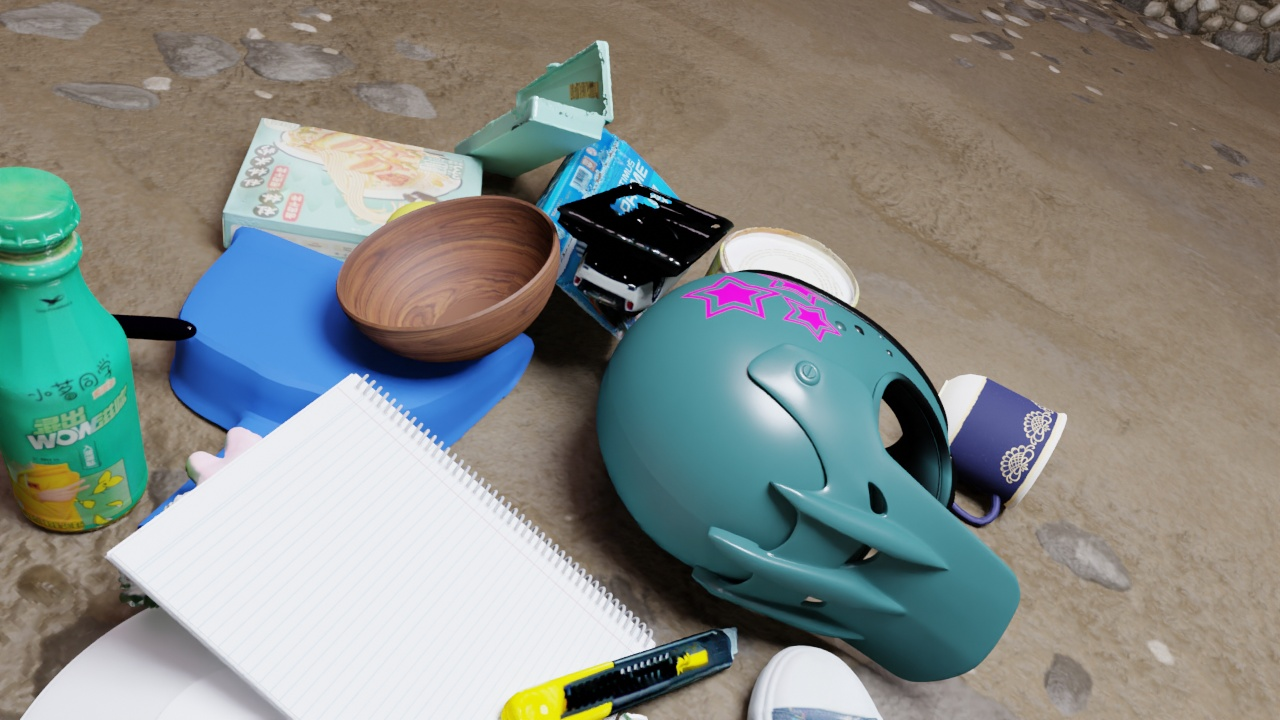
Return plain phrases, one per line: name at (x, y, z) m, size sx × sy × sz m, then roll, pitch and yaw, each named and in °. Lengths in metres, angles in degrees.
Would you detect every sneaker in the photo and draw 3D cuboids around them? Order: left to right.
sneaker at (0.113, 0.244, 0.461) m, size 0.087 × 0.079 × 0.235 m, roll 8°, pitch 42°, yaw -12°

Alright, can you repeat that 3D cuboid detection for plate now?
plate at (-0.185, 0.190, 0.433) m, size 0.229 × 0.030 × 0.228 m, roll 8°, pitch 42°, yaw -7°

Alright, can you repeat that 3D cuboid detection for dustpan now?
dustpan at (-0.228, 0.021, 0.596) m, size 0.245 × 0.060 × 0.256 m, roll 21°, pitch 31°, yaw 3°

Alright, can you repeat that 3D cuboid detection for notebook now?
notebook at (-0.116, 0.129, 0.488) m, size 0.245 × 0.013 × 0.177 m, roll 42°, pitch 38°, yaw -1°

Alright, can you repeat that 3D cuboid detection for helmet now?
helmet at (0.099, 0.068, 0.586) m, size 0.275 × 0.177 × 0.199 m, roll 32°, pitch 37°, yaw -1°

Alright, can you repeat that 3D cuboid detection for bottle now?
bottle at (-0.301, 0.001, 0.472) m, size 0.068 × 0.210 × 0.068 m, roll 11°, pitch 41°, yaw -10°

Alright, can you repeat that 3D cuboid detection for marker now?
marker at (-0.332, -0.020, 0.590) m, size 0.134 × 0.015 × 0.018 m, roll 4°, pitch 64°, yaw 28°

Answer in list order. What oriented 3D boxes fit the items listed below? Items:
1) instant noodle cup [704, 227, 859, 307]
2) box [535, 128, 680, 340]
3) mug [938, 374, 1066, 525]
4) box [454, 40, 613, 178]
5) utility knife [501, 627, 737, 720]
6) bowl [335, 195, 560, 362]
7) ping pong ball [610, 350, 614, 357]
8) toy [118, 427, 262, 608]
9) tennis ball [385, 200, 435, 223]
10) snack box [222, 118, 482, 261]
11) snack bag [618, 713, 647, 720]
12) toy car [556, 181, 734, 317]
instant noodle cup at (0.108, -0.039, 0.759) m, size 0.146 × 0.098 × 0.146 m, roll 11°, pitch 41°, yaw -10°
box at (-0.043, -0.093, 0.784) m, size 0.115 × 0.094 × 0.242 m, roll 34°, pitch 38°, yaw -14°
mug at (0.264, 0.069, 0.723) m, size 0.089 × 0.086 × 0.111 m, roll 30°, pitch 77°, yaw 16°
box at (-0.095, -0.227, 0.813) m, size 0.077 × 0.093 × 0.188 m, roll 10°, pitch -5°, yaw -29°
utility knife at (-0.001, 0.178, 0.516) m, size 0.172 × 0.020 × 0.028 m, roll -4°, pitch 60°, yaw -43°
bowl at (-0.121, -0.042, 0.617) m, size 0.147 × 0.069 × 0.147 m, roll -7°, pitch 41°, yaw 6°
ping pong ball at (-0.004, 0.004, 0.713) m, size 0.040 × 0.040 × 0.040 m, roll 11°, pitch 41°, yaw -10°
toy at (-0.215, 0.089, 0.494) m, size 0.095 × 0.041 × 0.108 m, roll 18°, pitch 54°, yaw -16°
tennis ball at (-0.163, -0.087, 0.693) m, size 0.065 × 0.065 × 0.065 m, roll 11°, pitch 41°, yaw -10°
snack box at (-0.234, -0.134, 0.775) m, size 0.193 × 0.044 × 0.141 m, roll 9°, pitch 43°, yaw -15°
snack bag at (0.013, 0.243, 0.458) m, size 0.077 × 0.036 × 0.115 m, roll 17°, pitch 41°, yaw -1°
toy car at (0.000, -0.077, 0.674) m, size 0.094 × 0.071 × 0.191 m, roll 26°, pitch 22°, yaw 6°
